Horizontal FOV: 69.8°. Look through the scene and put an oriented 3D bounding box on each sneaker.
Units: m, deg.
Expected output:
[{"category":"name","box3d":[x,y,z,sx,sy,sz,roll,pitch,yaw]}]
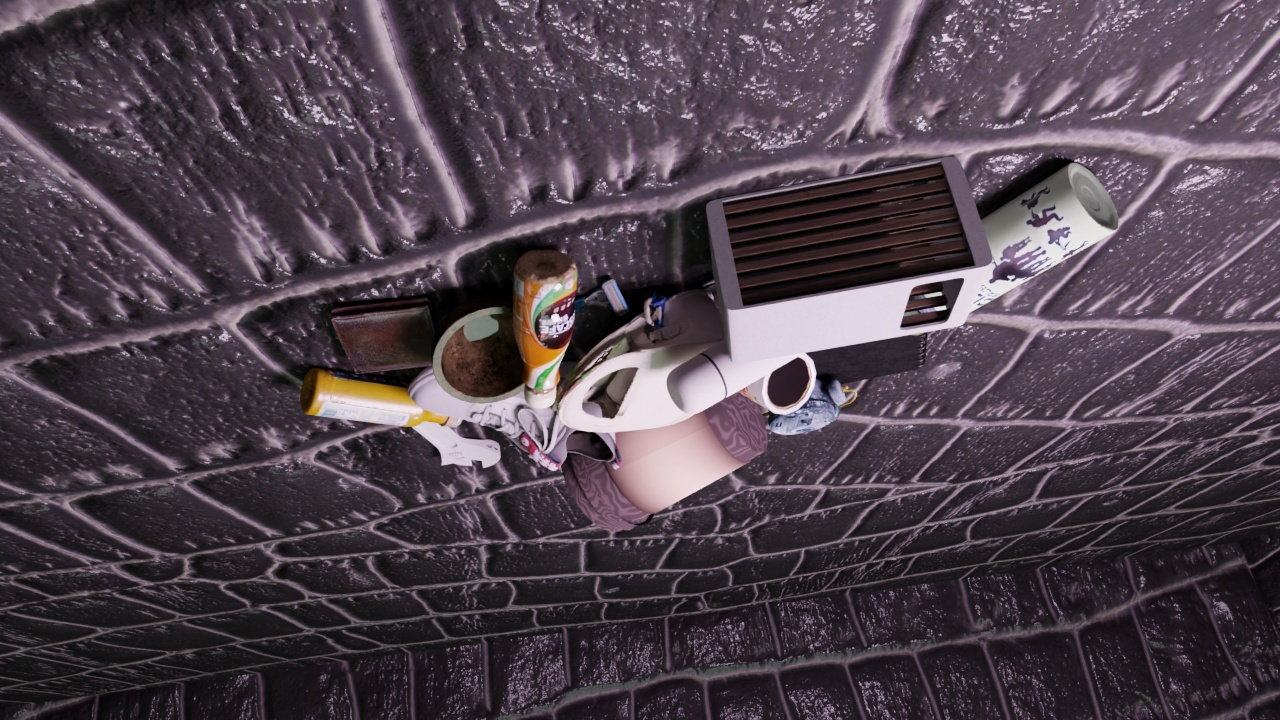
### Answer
[{"category":"sneaker","box3d":[-0.138,0.066,1.064,0.262,0.128,0.097,7,141,-25]}]

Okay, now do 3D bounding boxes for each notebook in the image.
[{"category":"notebook","box3d":[0.271,-0.022,1.140,0.169,0.019,0.231,-12,155,11]}]

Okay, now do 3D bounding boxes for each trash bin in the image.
[{"category":"trash bin","box3d":[0.185,-0.089,0.852,0.229,0.114,0.114,-10,155,4]}]

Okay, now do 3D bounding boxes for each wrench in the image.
[{"category":"wrench","box3d":[-0.262,0.096,1.234,0.087,0.018,0.273,-11,154,6]}]

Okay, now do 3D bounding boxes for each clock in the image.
[{"category":"clock","box3d":[0.225,0.060,1.223,0.129,0.052,0.090,-7,154,0]}]

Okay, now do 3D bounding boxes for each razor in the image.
[{"category":"razor","box3d":[-0.082,-0.052,0.966,0.144,0.022,0.042,-15,118,23]}]

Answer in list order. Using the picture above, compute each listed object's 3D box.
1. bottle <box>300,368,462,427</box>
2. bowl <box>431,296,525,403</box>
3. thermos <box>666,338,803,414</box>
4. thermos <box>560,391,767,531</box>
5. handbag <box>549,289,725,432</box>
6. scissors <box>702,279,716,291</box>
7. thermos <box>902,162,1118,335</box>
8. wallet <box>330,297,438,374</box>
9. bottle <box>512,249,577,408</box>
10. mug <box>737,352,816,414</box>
[{"category":"bottle","box3d":[-0.297,0.048,1.073,0.186,0.053,0.053,11,149,-37]},{"category":"bowl","box3d":[-0.160,-0.020,0.950,0.121,0.056,0.121,-13,131,-16]},{"category":"thermos","box3d":[0.128,-0.015,0.932,0.223,0.052,0.052,-29,161,-17]},{"category":"thermos","box3d":[0.033,0.104,1.176,0.227,0.172,0.172,-28,150,24]},{"category":"handbag","box3d":[-0.006,0.006,1.003,0.199,0.093,0.201,-13,152,-27]},{"category":"scissors","box3d":[0.145,-0.090,0.954,0.148,0.019,0.132,11,149,-37]},{"category":"thermos","box3d":[0.347,-0.105,0.921,0.082,0.082,0.232,10,150,-34]},{"category":"wallet","box3d":[-0.261,-0.026,0.959,0.099,0.031,0.120,-8,153,-7]},{"category":"bottle","box3d":[-0.096,-0.025,0.897,0.059,0.059,0.167,-2,128,-13]},{"category":"mug","box3d":[0.146,-0.002,1.054,0.073,0.105,0.089,-6,-160,-29]}]
